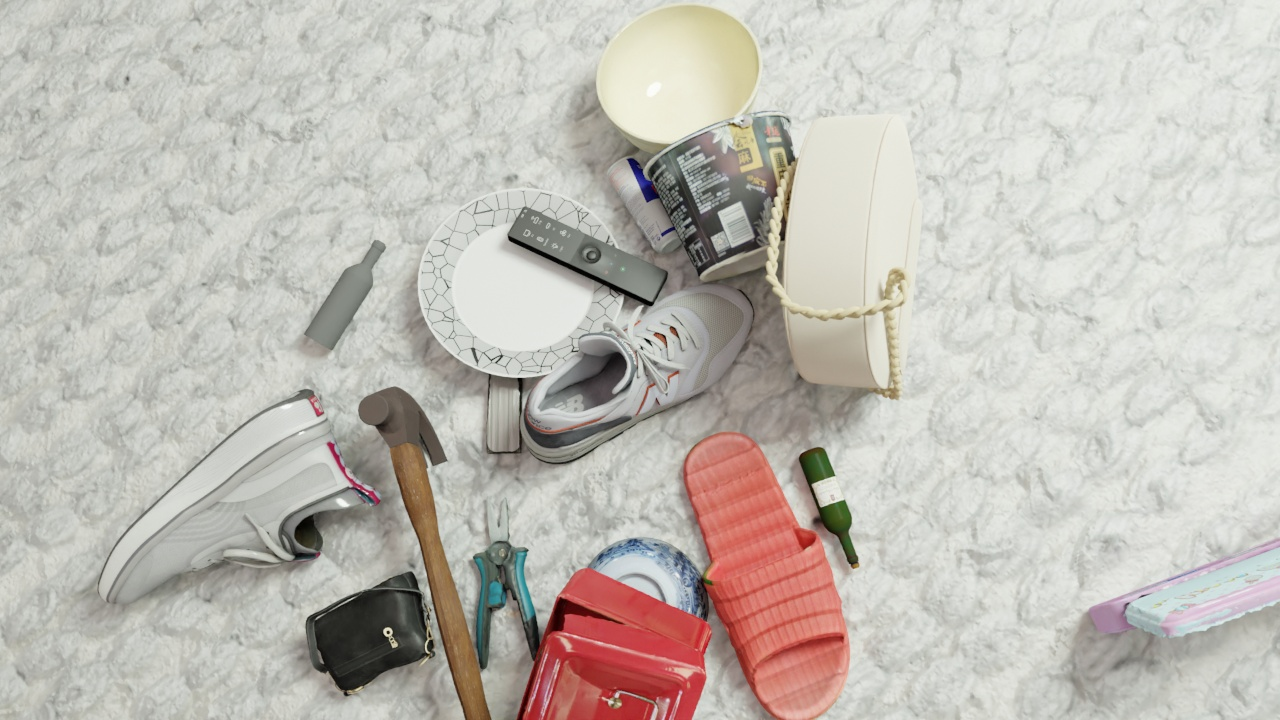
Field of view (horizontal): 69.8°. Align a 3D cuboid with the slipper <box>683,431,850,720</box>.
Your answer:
[{"bbox_3d":[0.103,0.173,0.762,0.103,0.059,0.248,-19,75,2],"label":"slipper"}]

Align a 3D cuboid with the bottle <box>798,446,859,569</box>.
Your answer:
[{"bbox_3d":[0.164,0.126,0.782,0.025,0.025,0.106,-20,76,2],"label":"bottle"}]

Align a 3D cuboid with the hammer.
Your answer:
[{"bbox_3d":[-0.167,0.176,0.762,0.033,0.115,0.322,-19,76,2],"label":"hammer"}]

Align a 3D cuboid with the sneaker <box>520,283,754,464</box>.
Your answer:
[{"bbox_3d":[-0.005,0.004,0.778,0.239,0.124,0.089,-36,76,-2],"label":"sneaker"}]

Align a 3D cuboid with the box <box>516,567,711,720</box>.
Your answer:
[{"bbox_3d":[-0.025,0.263,0.717,0.134,0.110,0.158,19,105,0],"label":"box"}]

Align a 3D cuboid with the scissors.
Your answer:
[{"bbox_3d":[-0.122,0.200,0.802,0.123,0.019,0.148,30,80,13],"label":"scissors"}]

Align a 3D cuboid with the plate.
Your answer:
[{"bbox_3d":[-0.109,-0.072,0.851,0.188,0.016,0.188,1,71,-2],"label":"plate"}]

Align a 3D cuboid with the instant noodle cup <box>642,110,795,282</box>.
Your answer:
[{"bbox_3d":[0.083,-0.136,0.803,0.137,0.137,0.112,-18,85,2],"label":"instant noodle cup"}]

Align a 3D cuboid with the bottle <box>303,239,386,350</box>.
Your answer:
[{"bbox_3d":[-0.277,-0.065,0.874,0.030,0.030,0.113,28,82,12],"label":"bottle"}]

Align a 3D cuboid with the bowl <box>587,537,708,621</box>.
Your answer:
[{"bbox_3d":[0.000,0.206,0.773,0.114,0.045,0.114,-1,77,6],"label":"bowl"}]

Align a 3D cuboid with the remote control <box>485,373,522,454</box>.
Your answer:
[{"bbox_3d":[-0.125,0.018,0.846,0.033,0.013,0.136,-2,78,4],"label":"remote control"}]

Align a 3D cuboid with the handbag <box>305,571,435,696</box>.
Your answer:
[{"bbox_3d":[-0.229,0.235,0.779,0.129,0.054,0.079,-30,80,19],"label":"handbag"}]

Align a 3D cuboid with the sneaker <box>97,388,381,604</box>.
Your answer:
[{"bbox_3d":[-0.355,0.147,0.811,0.263,0.096,0.128,-38,97,6],"label":"sneaker"}]

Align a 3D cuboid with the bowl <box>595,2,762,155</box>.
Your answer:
[{"bbox_3d":[0.039,-0.246,0.851,0.151,0.075,0.150,-3,71,9],"label":"bowl"}]

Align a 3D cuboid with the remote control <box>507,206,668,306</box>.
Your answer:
[{"bbox_3d":[-0.049,-0.097,0.844,0.150,0.013,0.034,25,72,6],"label":"remote control"}]

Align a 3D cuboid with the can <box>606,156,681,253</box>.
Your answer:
[{"bbox_3d":[0.005,-0.145,0.858,0.032,0.032,0.095,-32,76,-1],"label":"can"}]

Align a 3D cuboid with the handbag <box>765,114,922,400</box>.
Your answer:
[{"bbox_3d":[0.179,-0.083,0.733,0.103,0.208,0.210,4,77,25],"label":"handbag"}]

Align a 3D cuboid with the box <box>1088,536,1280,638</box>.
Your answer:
[{"bbox_3d":[0.457,0.158,0.678,0.214,0.151,0.035,-21,77,1],"label":"box"}]
